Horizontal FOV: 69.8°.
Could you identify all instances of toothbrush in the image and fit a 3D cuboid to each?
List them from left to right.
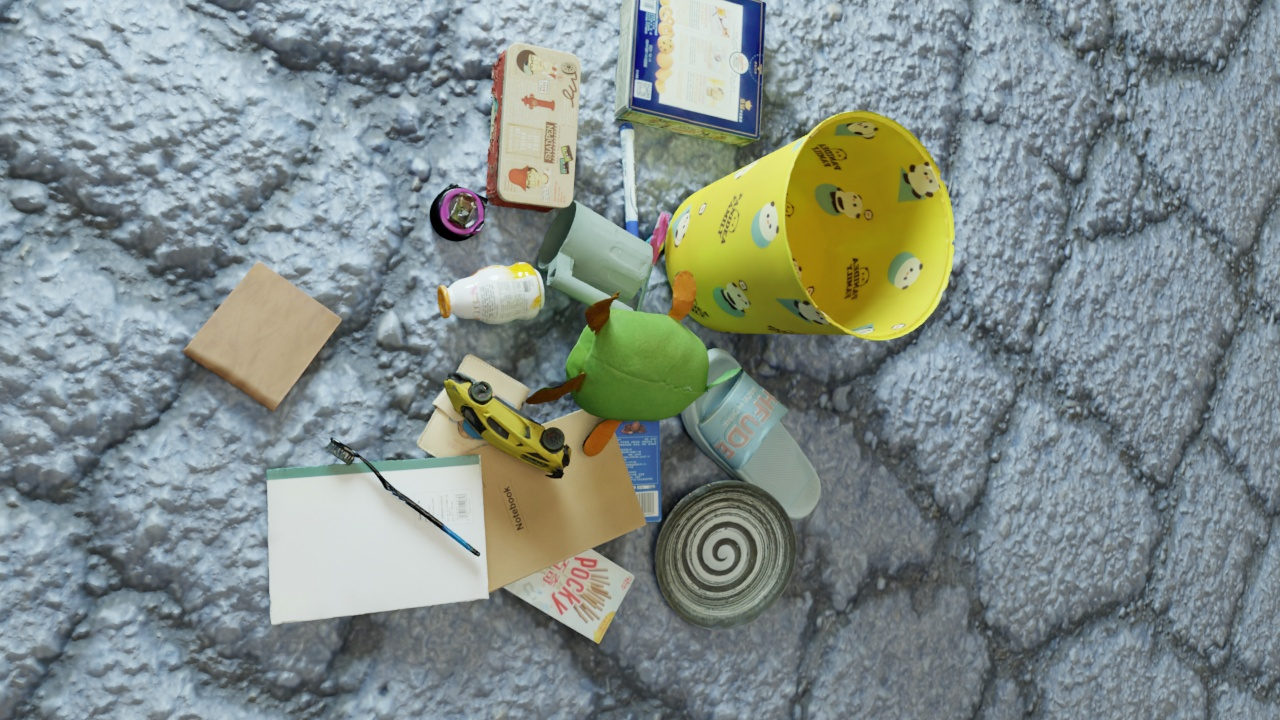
[{"bbox_3d":[-0.235,0.139,0.914,0.189,0.014,0.016,41,76,-9],"label":"toothbrush"}]

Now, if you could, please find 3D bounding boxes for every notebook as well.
[{"bbox_3d":[-0.260,0.175,0.916,0.209,0.012,0.150,-3,85,-16],"label":"notebook"},{"bbox_3d":[-0.107,0.147,0.984,0.207,0.008,0.148,-19,91,-23],"label":"notebook"}]

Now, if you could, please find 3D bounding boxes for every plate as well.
[{"bbox_3d":[0.099,0.227,1.084,0.179,0.024,0.179,-2,96,-17],"label":"plate"}]

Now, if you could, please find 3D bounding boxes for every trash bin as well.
[{"bbox_3d":[0.170,-0.129,1.019,0.229,0.256,0.229,1,88,-30],"label":"trash bin"}]

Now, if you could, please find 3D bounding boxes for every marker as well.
[{"bbox_3d":[-0.012,-0.207,1.079,0.016,0.017,0.145,-2,87,-25],"label":"marker"}]

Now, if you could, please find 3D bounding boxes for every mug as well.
[{"bbox_3d":[-0.050,-0.103,1.006,0.103,0.084,0.123,26,41,-24],"label":"mug"}]

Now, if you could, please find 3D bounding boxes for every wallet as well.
[{"bbox_3d":[-0.367,-0.024,0.899,0.101,0.020,0.115,39,69,-17],"label":"wallet"},{"bbox_3d":[-0.180,0.059,0.978,0.087,0.024,0.115,35,75,-24],"label":"wallet"}]

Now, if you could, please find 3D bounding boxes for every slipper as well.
[{"bbox_3d":[0.139,0.095,1.096,0.103,0.074,0.245,-45,106,-20],"label":"slipper"}]

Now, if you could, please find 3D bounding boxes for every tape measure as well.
[{"bbox_3d":[-0.194,-0.157,0.977,0.057,0.039,0.057,24,76,-22],"label":"tape measure"}]

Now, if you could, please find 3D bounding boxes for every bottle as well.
[{"bbox_3d":[-0.159,-0.069,0.974,0.108,0.063,0.063,-10,90,-26],"label":"bottle"}]

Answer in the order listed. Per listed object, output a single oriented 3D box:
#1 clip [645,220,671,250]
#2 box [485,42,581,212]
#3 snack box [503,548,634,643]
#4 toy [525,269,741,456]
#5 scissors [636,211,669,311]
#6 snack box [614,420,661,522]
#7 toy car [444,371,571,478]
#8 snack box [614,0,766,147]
[{"bbox_3d":[0.028,-0.148,1.095,0.056,0.014,0.043,-46,106,-22],"label":"clip"},{"bbox_3d":[-0.123,-0.251,1.006,0.091,0.077,0.168,3,91,-26],"label":"box"},{"bbox_3d":[-0.090,0.235,1.005,0.156,0.027,0.084,36,72,-18],"label":"snack box"},{"bbox_3d":[-0.006,0.006,0.967,0.246,0.090,0.227,16,110,-50],"label":"toy"},{"bbox_3d":[0.011,-0.107,1.065,0.017,0.057,0.133,16,100,10],"label":"scissors"},{"bbox_3d":[-0.020,0.106,1.046,0.084,0.026,0.157,1,86,-25],"label":"snack box"},{"bbox_3d":[-0.138,0.067,0.938,0.156,0.071,0.041,36,67,-8],"label":"toy car"},{"bbox_3d":[0.062,-0.365,1.110,0.182,0.046,0.178,7,83,-24],"label":"snack box"}]
